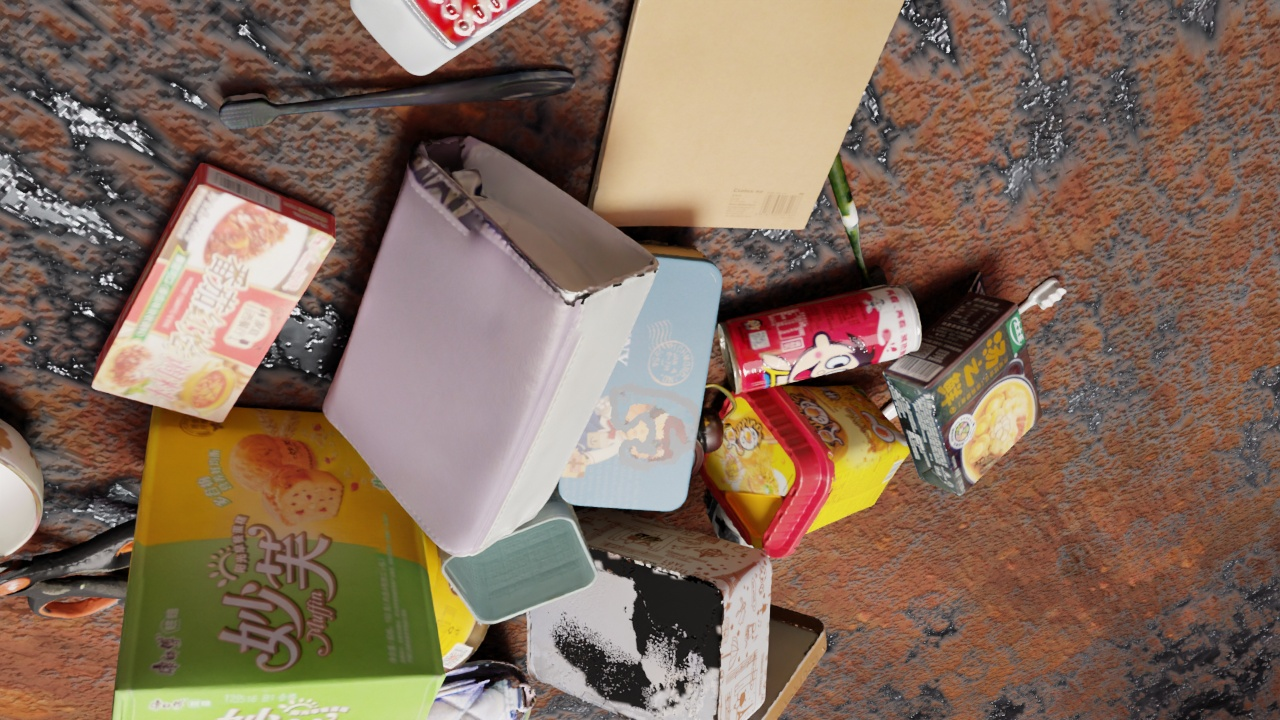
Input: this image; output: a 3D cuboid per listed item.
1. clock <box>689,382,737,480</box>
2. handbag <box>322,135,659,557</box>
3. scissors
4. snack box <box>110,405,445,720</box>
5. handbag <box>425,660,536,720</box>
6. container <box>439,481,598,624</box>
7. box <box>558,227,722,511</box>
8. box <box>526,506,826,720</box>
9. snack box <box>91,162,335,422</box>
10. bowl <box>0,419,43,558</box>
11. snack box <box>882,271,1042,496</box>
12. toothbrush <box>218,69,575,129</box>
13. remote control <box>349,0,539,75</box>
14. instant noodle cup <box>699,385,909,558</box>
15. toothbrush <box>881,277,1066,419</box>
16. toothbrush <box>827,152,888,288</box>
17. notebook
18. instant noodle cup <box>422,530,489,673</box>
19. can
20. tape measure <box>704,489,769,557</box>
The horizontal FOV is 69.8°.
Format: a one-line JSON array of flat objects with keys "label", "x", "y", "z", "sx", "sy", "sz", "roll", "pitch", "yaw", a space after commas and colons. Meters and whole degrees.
[{"label": "clock", "x": 0.014, "y": 0.052, "z": 0.675, "sx": 0.122, "sy": 0.055, "sz": 0.082, "roll": -32, "pitch": 134, "yaw": 13}, {"label": "handbag", "x": -0.093, "y": -0.008, "z": 0.522, "sx": 0.098, "sy": 0.145, "sz": 0.197, "roll": -31, "pitch": 154, "yaw": -53}, {"label": "scissors", "x": -0.369, "y": 0.138, "z": 0.563, "sx": 0.221, "sy": 0.021, "sz": 0.211, "roll": -19, "pitch": 160, "yaw": -40}, {"label": "snack box", "x": -0.211, "y": 0.120, "z": 0.539, "sx": 0.157, "sy": 0.210, "sz": 0.070, "roll": 6, "pitch": 126, "yaw": -27}, {"label": "handbag", "x": -0.160, "y": 0.300, "z": 0.777, "sx": 0.134, "sy": 0.075, "sz": 0.194, "roll": -11, "pitch": 163, "yaw": -14}, {"label": "container", "x": -0.093, "y": 0.105, "z": 0.642, "sx": 0.090, "sy": 0.111, "sz": 0.090, "roll": -21, "pitch": 136, "yaw": -4}, {"label": "box", "x": -0.003, "y": 0.003, "z": 0.582, "sx": 0.089, "sy": 0.059, "sz": 0.184, "roll": 3, "pitch": 112, "yaw": -8}, {"label": "box", "x": 0.038, "y": 0.198, "z": 0.734, "sx": 0.192, "sy": 0.183, "sz": 0.157, "roll": -17, "pitch": 112, "yaw": -54}, {"label": "snack box", "x": -0.240, "y": -0.033, "z": 0.516, "sx": 0.075, "sy": 0.025, "sz": 0.153, "roll": 23, "pitch": 120, "yaw": -36}, {"label": "bowl", "x": -0.397, "y": 0.061, "z": 0.516, "sx": 0.113, "sy": 0.062, "sz": 0.114, "roll": -10, "pitch": 134, "yaw": -11}, {"label": "snack box", "x": 0.248, "y": 0.017, "z": 0.689, "sx": 0.125, "sy": 0.053, "sz": 0.113, "roll": -39, "pitch": 123, "yaw": -17}, {"label": "toothbrush", "x": -0.121, "y": -0.137, "z": 0.475, "sx": 0.181, "sy": 0.018, "sz": 0.016, "roll": -10, "pitch": 128, "yaw": -16}, {"label": "remote control", "x": -0.070, "y": -0.187, "z": 0.431, "sx": 0.136, "sy": 0.020, "sz": 0.056, "roll": -27, "pitch": 140, "yaw": 14}, {"label": "instant noodle cup", "x": 0.129, "y": 0.074, "z": 0.711, "sx": 0.123, "sy": 0.116, "sz": 0.116, "roll": -7, "pitch": 135, "yaw": -32}, {"label": "toothbrush", "x": 0.268, "y": -0.004, "z": 0.752, "sx": 0.180, "sy": 0.016, "sz": 0.016, "roll": -41, "pitch": 131, "yaw": 18}, {"label": "toothbrush", "x": 0.139, "y": -0.105, "z": 0.609, "sx": 0.017, "sy": 0.012, "sz": 0.186, "roll": -32, "pitch": 135, "yaw": 1}, {"label": "notebook", "x": 0.061, "y": -0.158, "z": 0.510, "sx": 0.149, "sy": 0.012, "sz": 0.212, "roll": -1, "pitch": 137, "yaw": -18}, {"label": "instant noodle cup", "x": -0.178, "y": 0.175, "z": 0.677, "sx": 0.118, "sy": 0.118, "sz": 0.114, "roll": -30, "pitch": 142, "yaw": 7}, {"label": "can", "x": 0.125, "y": -0.016, "z": 0.647, "sx": 0.133, "sy": 0.053, "sz": 0.053, "roll": -13, "pitch": 135, "yaw": -1}, {"label": "tape measure", "x": 0.095, "y": 0.134, "z": 0.776, "sx": 0.065, "sy": 0.066, "sz": 0.034, "roll": -6, "pitch": 134, "yaw": -17}]
